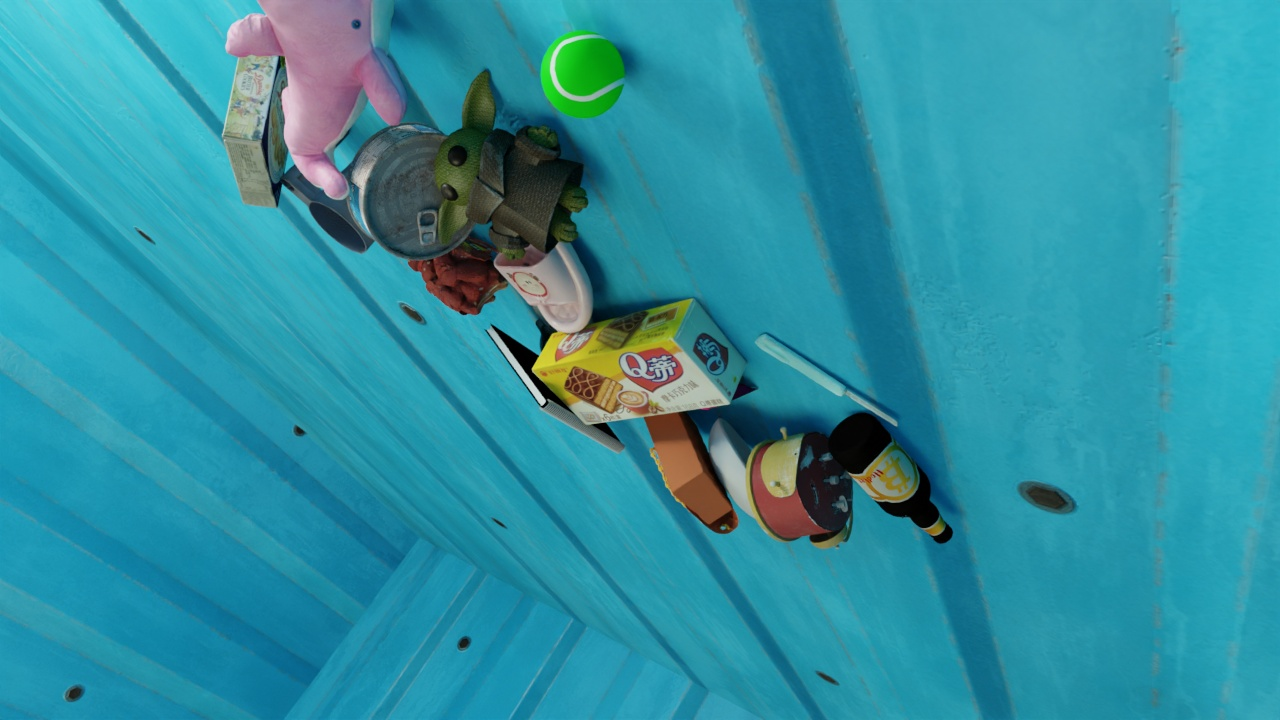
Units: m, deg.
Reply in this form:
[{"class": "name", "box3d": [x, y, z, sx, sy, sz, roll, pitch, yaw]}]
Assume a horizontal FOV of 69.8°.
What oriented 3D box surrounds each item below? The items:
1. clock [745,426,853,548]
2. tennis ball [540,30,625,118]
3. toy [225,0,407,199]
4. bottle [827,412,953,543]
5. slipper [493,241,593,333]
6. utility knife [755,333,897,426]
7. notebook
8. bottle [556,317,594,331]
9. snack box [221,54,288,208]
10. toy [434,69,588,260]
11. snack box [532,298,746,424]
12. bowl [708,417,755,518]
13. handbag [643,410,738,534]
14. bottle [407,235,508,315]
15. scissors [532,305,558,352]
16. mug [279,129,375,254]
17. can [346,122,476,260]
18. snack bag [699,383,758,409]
[{"class": "clock", "box3d": [0.197, 0.147, 1.029, 0.081, 0.116, 0.159, -21, 131, 42]}, {"class": "tennis ball", "box3d": [-0.045, -0.221, 0.712, 0.065, 0.065, 0.065, 29, 156, 14]}, {"class": "toy", "box3d": [-0.295, -0.270, 0.814, 0.186, 0.127, 0.266, 59, 139, 23]}, {"class": "bottle", "box3d": [0.274, 0.133, 0.971, 0.181, 0.059, 0.059, 45, 155, -22]}, {"class": "slipper", "box3d": [-0.119, -0.117, 1.004, 0.107, 0.055, 0.222, 10, 138, 44]}, {"class": "utility knife", "box3d": [0.188, 0.022, 0.927, 0.165, 0.015, 0.022, 34, 158, 8]}, {"class": "notebook", "box3d": [-0.107, 0.040, 1.191, 0.149, 0.016, 0.206, 50, -174, 33]}, {"class": "bottle", "box3d": [-0.061, -0.022, 1.136, 0.044, 0.044, 0.136, 3, 141, 51]}, {"class": "snack box", "box3d": [-0.422, -0.268, 1.024, 0.042, 0.144, 0.145, 7, 160, -12]}, {"class": "toy", "box3d": [-0.123, -0.165, 0.871, 0.153, 0.078, 0.180, 24, 121, 4]}, {"class": "snack box", "box3d": [-0.006, 0.006, 1.040, 0.231, 0.061, 0.110, -11, 131, 43]}, {"class": "bowl", "box3d": [0.122, 0.142, 1.107, 0.149, 0.043, 0.149, 52, -171, -12]}, {"class": "handbag", "box3d": [0.057, 0.128, 1.134, 0.109, 0.060, 0.171, 49, -169, -35]}, {"class": "bottle", "box3d": [-0.222, -0.112, 1.133, 0.111, 0.098, 0.099, 43, 157, 7]}, {"class": "scissors", "box3d": [-0.105, -0.019, 1.202, 0.124, 0.019, 0.155, 43, 160, -4]}, {"class": "mug", "box3d": [-0.341, -0.205, 1.082, 0.124, 0.103, 0.084, 42, 156, -17]}, {"class": "can", "box3d": [-0.224, -0.168, 0.919, 0.044, 0.129, 0.130, 35, 163, 43]}, {"class": "snack bag", "box3d": [0.046, 0.040, 1.094, 0.197, 0.070, 0.016, 2, 107, 51]}]
